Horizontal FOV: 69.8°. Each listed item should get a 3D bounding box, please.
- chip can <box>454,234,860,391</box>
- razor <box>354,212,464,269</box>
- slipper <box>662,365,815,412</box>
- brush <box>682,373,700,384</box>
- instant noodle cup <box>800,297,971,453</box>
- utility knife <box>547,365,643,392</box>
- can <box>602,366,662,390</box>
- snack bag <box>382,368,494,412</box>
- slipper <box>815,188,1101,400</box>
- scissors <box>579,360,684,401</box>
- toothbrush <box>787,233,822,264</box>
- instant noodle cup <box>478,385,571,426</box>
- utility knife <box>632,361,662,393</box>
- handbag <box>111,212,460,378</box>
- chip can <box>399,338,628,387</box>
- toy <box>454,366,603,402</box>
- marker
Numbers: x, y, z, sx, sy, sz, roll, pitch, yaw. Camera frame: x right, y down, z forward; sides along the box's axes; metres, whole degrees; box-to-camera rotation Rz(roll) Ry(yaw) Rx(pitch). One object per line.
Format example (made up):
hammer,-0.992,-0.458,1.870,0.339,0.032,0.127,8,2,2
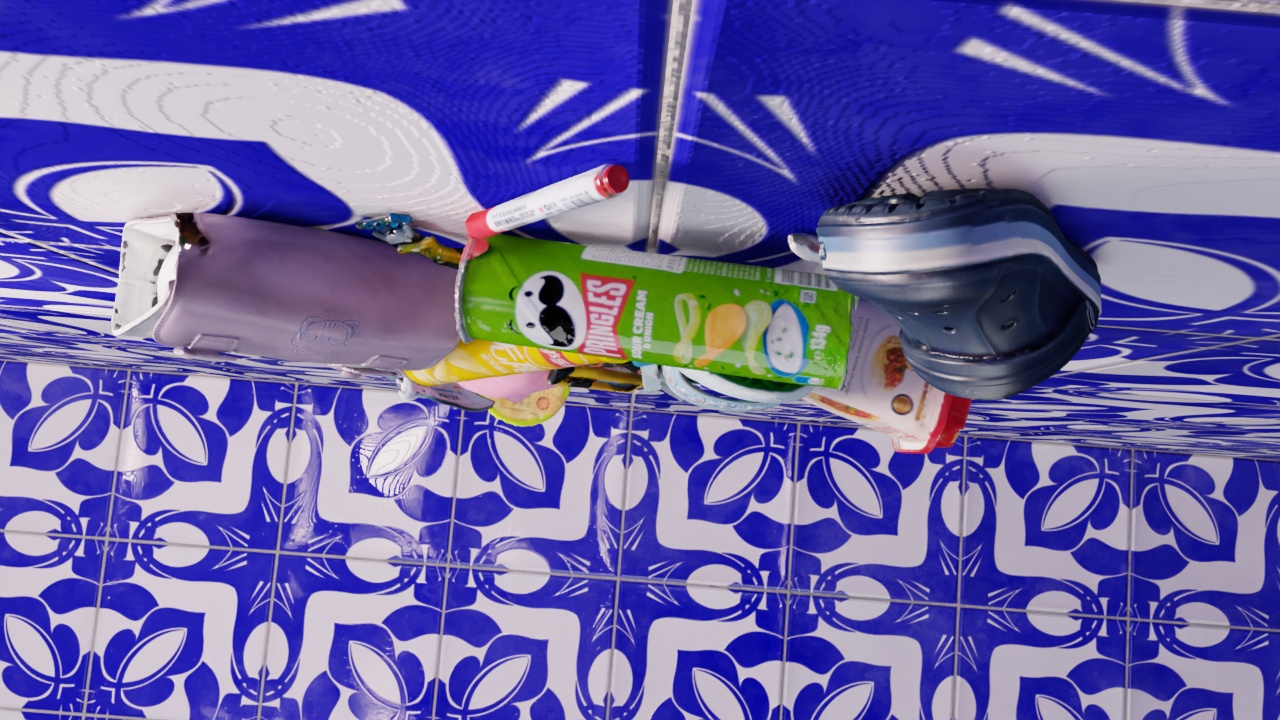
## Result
chip can,0.010,-0.032,0.558,0.236,0.072,0.072,7,175,6
razor,-0.115,-0.070,0.605,0.043,0.022,0.142,2,174,42
slipper,0.063,0.000,0.693,0.104,0.074,0.245,5,-170,-4
brush,0.052,-0.003,0.958,0.143,0.055,0.074,7,172,-25
instant noodle cup,0.183,0.004,0.708,0.124,0.116,0.116,16,175,3
utility knife,-0.038,0.018,0.886,0.033,0.015,0.156,-34,159,25
can,-0.019,-0.003,1.001,0.058,0.058,0.147,-1,173,41
snack bag,-0.243,0.003,0.956,0.191,0.039,0.110,34,-175,41
slipper,0.171,-0.026,0.478,0.105,0.095,0.252,-3,174,38
scissors,0.012,-0.004,0.846,0.234,0.021,0.153,11,143,-40
toothbrush,0.161,-0.056,0.559,0.187,0.016,0.017,9,157,-33
instant noodle cup,-0.151,0.017,1.111,0.111,0.111,0.123,6,-179,-18
utility knife,0.003,-0.013,0.785,0.034,0.018,0.225,-4,156,3
handbag,-0.242,-0.043,0.641,0.196,0.098,0.145,9,167,-41
chip can,-0.098,-0.023,0.700,0.214,0.072,0.072,-7,168,37
toy,-0.111,-0.004,0.882,0.178,0.074,0.195,7,155,-22
marker,-0.052,-0.080,0.475,0.017,0.017,0.145,9,173,-35
